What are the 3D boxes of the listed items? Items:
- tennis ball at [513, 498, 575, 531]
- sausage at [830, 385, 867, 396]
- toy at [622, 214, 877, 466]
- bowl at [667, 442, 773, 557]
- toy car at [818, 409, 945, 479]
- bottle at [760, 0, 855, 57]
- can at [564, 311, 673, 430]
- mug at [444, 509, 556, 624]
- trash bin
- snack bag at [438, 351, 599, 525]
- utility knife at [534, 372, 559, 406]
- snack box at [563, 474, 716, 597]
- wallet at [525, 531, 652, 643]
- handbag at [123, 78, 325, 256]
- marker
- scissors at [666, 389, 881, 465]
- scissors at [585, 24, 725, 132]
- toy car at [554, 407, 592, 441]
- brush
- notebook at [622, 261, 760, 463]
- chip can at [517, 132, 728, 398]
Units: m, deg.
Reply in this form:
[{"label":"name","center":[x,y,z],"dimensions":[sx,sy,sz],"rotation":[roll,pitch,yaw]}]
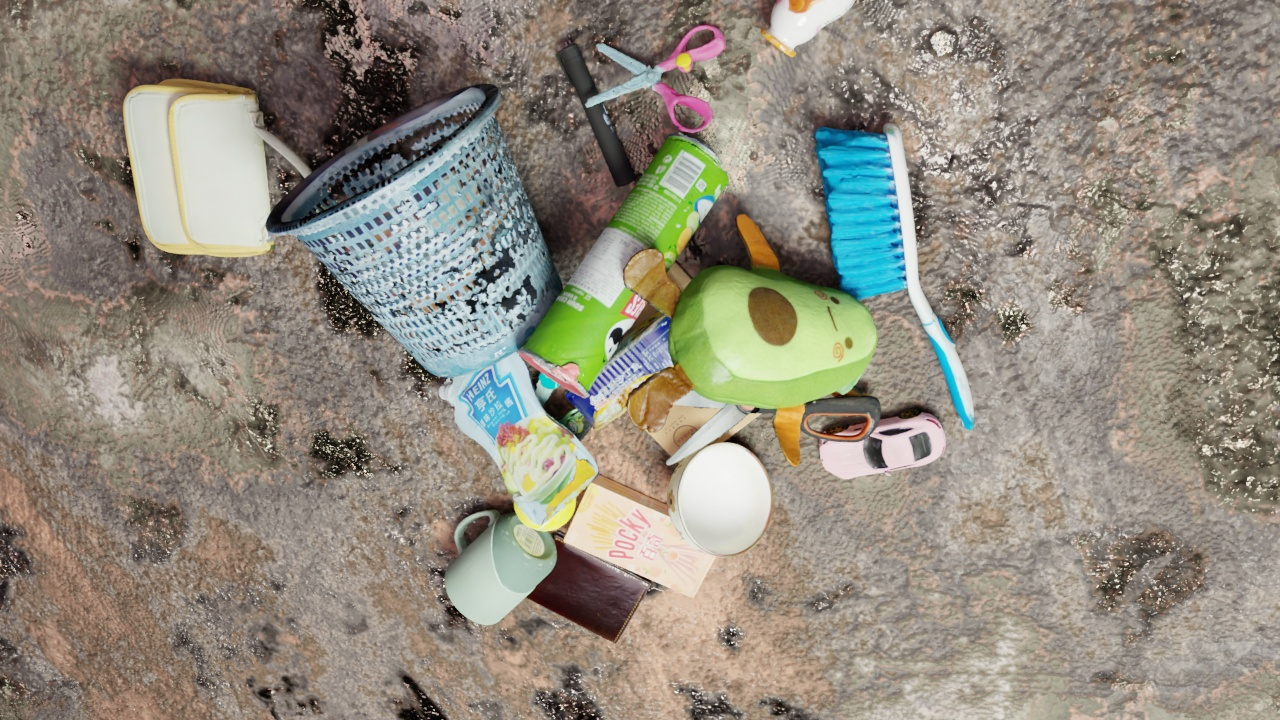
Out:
[{"label":"tennis ball","center":[-0.101,0.148,0.970],"dimensions":[0.065,0.065,0.065],"rotation":[3,113,8]},{"label":"sausage","center":[0.159,0.001,0.891],"dimensions":[0.165,0.021,0.021],"rotation":[35,113,-6]},{"label":"toy","center":[0.101,-0.020,0.784],"dimensions":[0.246,0.090,0.226],"rotation":[-2,79,-25]},{"label":"bowl","center":[0.072,0.142,0.931],"dimensions":[0.113,0.113,0.062],"rotation":[51,152,-12]},{"label":"toy car","center":[0.238,0.086,0.906],"dimensions":[0.122,0.037,0.056],"rotation":[-14,108,15]},{"label":"bottle","center":[0.144,-0.302,0.745],"dimensions":[0.063,0.063,0.109],"rotation":[35,113,-6]},{"label":"can","center":[-0.005,0.005,0.882],"dimensions":[0.148,0.074,0.049],"rotation":[-39,98,20]},{"label":"mug","center":[-0.158,0.213,1.005],"dimensions":[0.106,0.082,0.111],"rotation":[-46,68,23]},{"label":"trash bin","center":[-0.177,-0.102,0.815],"dimensions":[0.227,0.226,0.195],"rotation":[-20,121,16]},{"label":"snack bag","center":[-0.127,0.065,0.927],"dimensions":[0.191,0.038,0.111],"rotation":[51,122,12]},{"label":"utility knife","center":[-0.074,-0.010,0.919],"dimensions":[0.029,0.013,0.210],"rotation":[31,111,-6]},{"label":"snack box","center":[0.004,0.190,0.992],"dimensions":[0.157,0.026,0.085],"rotation":[23,114,-1]},{"label":"wallet","center":[-0.060,0.257,1.035],"dimensions":[0.122,0.020,0.096],"rotation":[27,109,-1]},{"label":"handbag","center":[-0.397,-0.181,0.889],"dimensions":[0.179,0.063,0.163],"rotation":[6,115,3]},{"label":"marker","center":[-0.040,-0.220,0.833],"dimensions":[0.022,0.020,0.132],"rotation":[-21,107,15]},{"label":"scissors","center":[0.127,0.035,0.873],"dimensions":[0.222,0.021,0.221],"rotation":[32,97,-6]},{"label":"scissors","center":[0.016,-0.241,0.798],"dimensions":[0.133,0.017,0.128],"rotation":[-21,78,8]},{"label":"toy car","center":[-0.078,0.076,0.948],"dimensions":[0.036,0.043,0.091],"rotation":[52,121,14]},{"label":"brush","center":[0.236,-0.065,0.838],"dimensions":[0.109,0.060,0.315],"rotation":[-10,113,9]},{"label":"notebook","center":[0.030,-0.002,0.919],"dimensions":[0.148,0.008,0.207],"rotation":[-40,101,22]},{"label":"chip can","center":[-0.012,-0.083,0.796],"dimensions":[0.072,0.072,0.236],"rotation":[34,82,-6]}]
